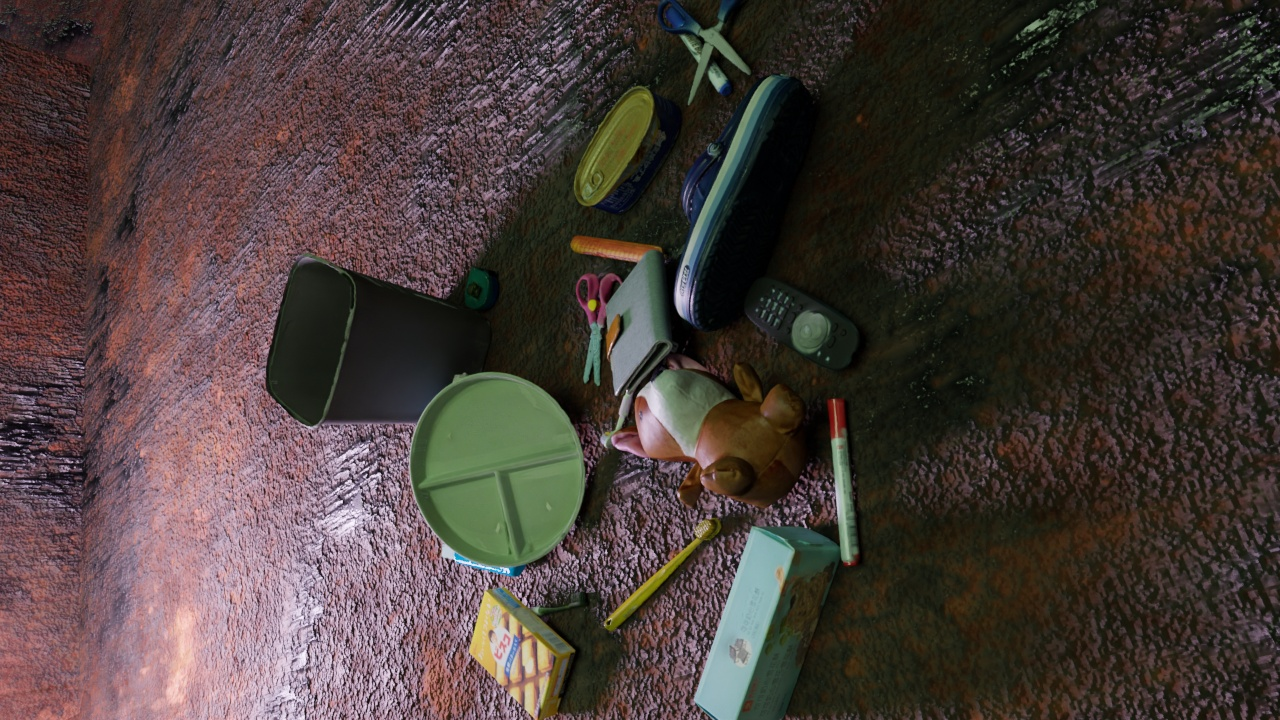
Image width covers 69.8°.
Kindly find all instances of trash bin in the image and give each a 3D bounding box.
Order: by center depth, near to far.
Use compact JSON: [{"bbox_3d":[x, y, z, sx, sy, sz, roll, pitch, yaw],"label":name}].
[{"bbox_3d":[-0.337,-0.016,1.199,0.199,0.219,0.199,24,101,45],"label":"trash bin"}]

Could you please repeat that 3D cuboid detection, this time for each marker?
[{"bbox_3d":[0.177,0.105,0.801,0.017,0.017,0.145,-15,73,43],"label":"marker"},{"bbox_3d":[0.036,-0.012,0.962,0.020,0.022,0.132,34,108,36],"label":"marker"},{"bbox_3d":[0.062,-0.337,0.996,0.017,0.016,0.145,-46,53,29],"label":"marker"}]

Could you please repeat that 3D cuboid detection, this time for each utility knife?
[{"bbox_3d":[-0.204,0.247,1.160,0.186,0.018,0.034,-4,65,46],"label":"utility knife"}]

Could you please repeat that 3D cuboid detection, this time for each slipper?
[{"bbox_3d":[0.081,-0.155,0.880,0.095,0.105,0.253,28,100,37],"label":"slipper"}]

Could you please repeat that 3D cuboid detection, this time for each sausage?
[{"bbox_3d":[-0.028,-0.126,1.046,0.165,0.021,0.021,15,94,46],"label":"sausage"}]

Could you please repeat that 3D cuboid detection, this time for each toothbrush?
[{"bbox_3d":[0.018,0.221,0.941,0.191,0.016,0.015,-49,51,28],"label":"toothbrush"},{"bbox_3d":[-0.006,0.006,1.003,0.020,0.029,0.189,19,97,3],"label":"toothbrush"},{"bbox_3d":[-0.126,0.293,1.078,0.186,0.012,0.017,-24,61,41],"label":"toothbrush"}]

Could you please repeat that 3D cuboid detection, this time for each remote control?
[{"bbox_3d":[0.150,-0.035,0.848,0.136,0.024,0.053,38,108,41],"label":"remote control"}]

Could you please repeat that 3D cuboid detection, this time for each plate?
[{"bbox_3d":[-0.167,0.127,1.076,0.230,0.027,0.230,1,93,19],"label":"plate"}]

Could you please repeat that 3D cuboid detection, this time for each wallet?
[{"bbox_3d":[-0.007,-0.039,0.968,0.107,0.037,0.129,-48,35,40],"label":"wallet"}]

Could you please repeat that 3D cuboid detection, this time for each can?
[{"bbox_3d":[-0.015,-0.234,1.033,0.148,0.049,0.074,-55,49,24],"label":"can"}]

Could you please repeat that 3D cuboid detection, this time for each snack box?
[{"bbox_3d":[0.112,0.232,0.803,0.052,0.074,0.175,24,100,44],"label":"snack box"},{"bbox_3d":[-0.139,0.335,1.058,0.140,0.033,0.087,30,109,41],"label":"snack box"}]

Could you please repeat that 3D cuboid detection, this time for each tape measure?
[{"bbox_3d":[-0.214,-0.095,1.227,0.054,0.025,0.058,20,98,46],"label":"tape measure"}]

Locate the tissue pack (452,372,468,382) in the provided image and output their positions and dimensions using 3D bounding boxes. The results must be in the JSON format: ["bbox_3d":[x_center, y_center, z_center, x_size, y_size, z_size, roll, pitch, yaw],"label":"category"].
[{"bbox_3d":[-0.196,0.076,1.150,0.140,0.063,0.090,23,101,45],"label":"tissue pack"}]

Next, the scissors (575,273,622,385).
[{"bbox_3d":[-0.043,-0.036,1.054,0.077,0.017,0.137,-7,82,36],"label":"scissors"}]

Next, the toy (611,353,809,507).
[{"bbox_3d":[0.059,0.059,0.860,0.140,0.130,0.200,-47,34,-11],"label":"toy"}]

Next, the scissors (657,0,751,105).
[{"bbox_3d":[0.074,-0.355,0.974,0.162,0.012,0.176,30,96,38],"label":"scissors"}]
